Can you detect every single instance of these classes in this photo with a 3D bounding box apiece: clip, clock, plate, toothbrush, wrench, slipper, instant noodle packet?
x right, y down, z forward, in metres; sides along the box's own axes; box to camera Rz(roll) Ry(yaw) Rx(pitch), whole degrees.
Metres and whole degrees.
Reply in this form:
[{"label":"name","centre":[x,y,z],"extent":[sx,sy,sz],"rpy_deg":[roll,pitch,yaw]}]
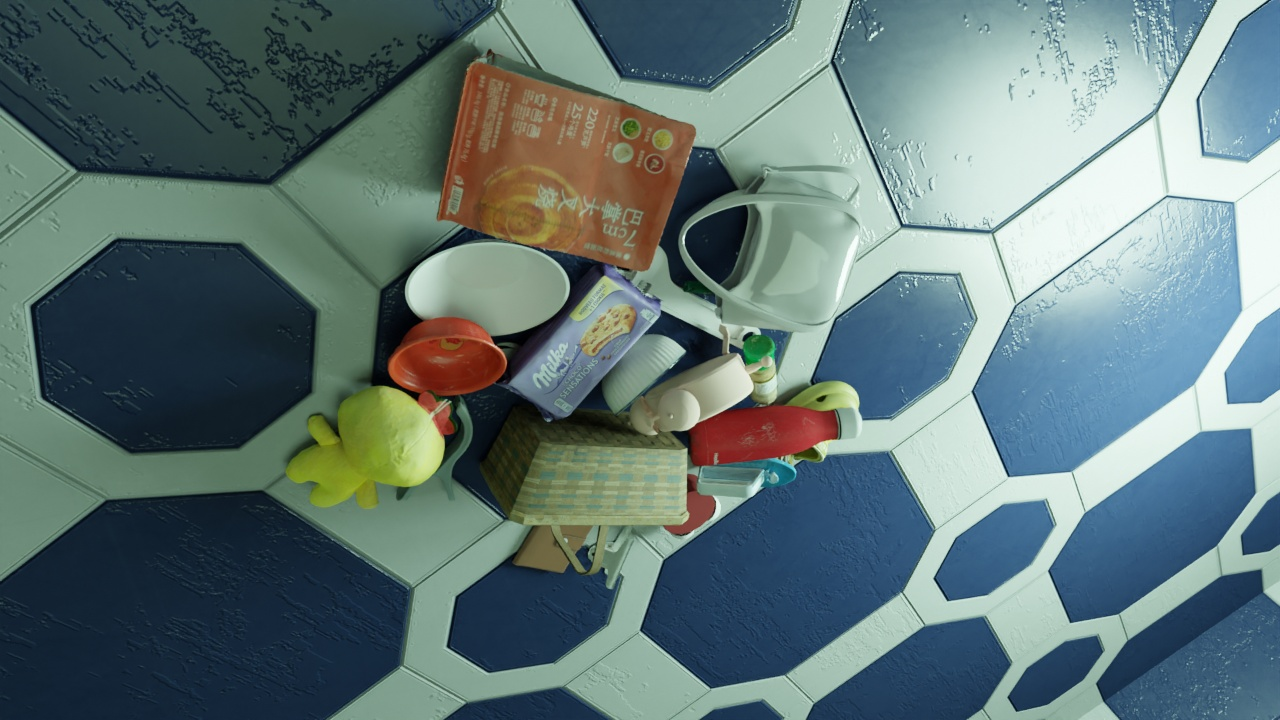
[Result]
[{"label":"clip","centre":[-0.045,0.289,1.367],"extent":[0.057,0.054,0.102],"rpy_deg":[-25,142,-56]},{"label":"clock","centre":[0.067,0.216,1.350],"extent":[0.087,0.044,0.124],"rpy_deg":[-36,131,3]},{"label":"plate","centre":[-0.165,-0.088,0.995],"extent":[0.174,0.036,0.174],"rpy_deg":[-6,150,-4]},{"label":"toothbrush","centre":[0.134,-0.085,1.165],"extent":[0.189,0.017,0.016],"rpy_deg":[2,118,-34]},{"label":"wrench","centre":[0.062,-0.078,1.150],"extent":[0.273,0.018,0.087],"rpy_deg":[22,111,-37]},{"label":"slipper","centre":[0.238,0.104,1.327],"extent":[0.190,0.081,0.092],"rpy_deg":[-32,129,2]},{"label":"instant noodle packet","centre":[-0.072,-0.187,0.901],"extent":[0.221,0.083,0.165],"rpy_deg":[17,117,-4]},{"label":"clip","centre":[-0.237,0.112,1.141],"extent":[0.106,0.027,0.164],"rpy_deg":[8,121,-28]},{"label":"clock","centre":[0.066,0.031,1.147],"extent":[0.160,0.131,0.086],"rpy_deg":[-35,98,-26]}]

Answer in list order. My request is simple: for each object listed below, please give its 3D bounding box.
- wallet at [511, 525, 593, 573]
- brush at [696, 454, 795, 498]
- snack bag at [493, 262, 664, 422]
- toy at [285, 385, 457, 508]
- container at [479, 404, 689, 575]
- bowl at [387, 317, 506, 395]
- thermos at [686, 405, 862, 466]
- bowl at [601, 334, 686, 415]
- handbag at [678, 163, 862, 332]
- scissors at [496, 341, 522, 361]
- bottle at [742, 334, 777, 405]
[{"label":"wallet","centre":[-0.119,0.253,1.310],"extent":[0.087,0.013,0.121],"rpy_deg":[19,114,-32]},{"label":"brush","centre":[0.150,0.159,1.294],"extent":[0.136,0.075,0.055],"rpy_deg":[2,128,11]},{"label":"snack bag","centre":[-0.075,-0.022,1.076],"extent":[0.096,0.058,0.206],"rpy_deg":[34,108,-33]},{"label":"toy","centre":[-0.310,0.104,1.055],"extent":[0.208,0.092,0.134],"rpy_deg":[-25,116,21]},{"label":"container","centre":[-0.073,0.170,1.181],"extent":[0.249,0.157,0.186],"rpy_deg":[6,109,-29]},{"label":"bowl","centre":[-0.217,-0.011,1.030],"extent":[0.130,0.045,0.131],"rpy_deg":[-6,150,-4]},{"label":"thermos","centre":[0.185,0.098,1.262],"extent":[0.240,0.073,0.073],"rpy_deg":[-6,128,-2]},{"label":"bowl","centre":[-0.007,0.007,1.134],"extent":[0.118,0.118,0.062],"rpy_deg":[-42,90,8]},{"label":"handbag","centre":[0.150,-0.144,1.110],"extent":[0.222,0.095,0.216],"rpy_deg":[10,106,-20]},{"label":"scissors","centre":[-0.111,0.009,1.130],"extent":[0.131,0.019,0.150],"rpy_deg":[-22,131,-10]},{"label":"bottle","centre":[0.164,0.014,1.240],"extent":[0.043,0.043,0.111],"rpy_deg":[-24,140,-8]}]
